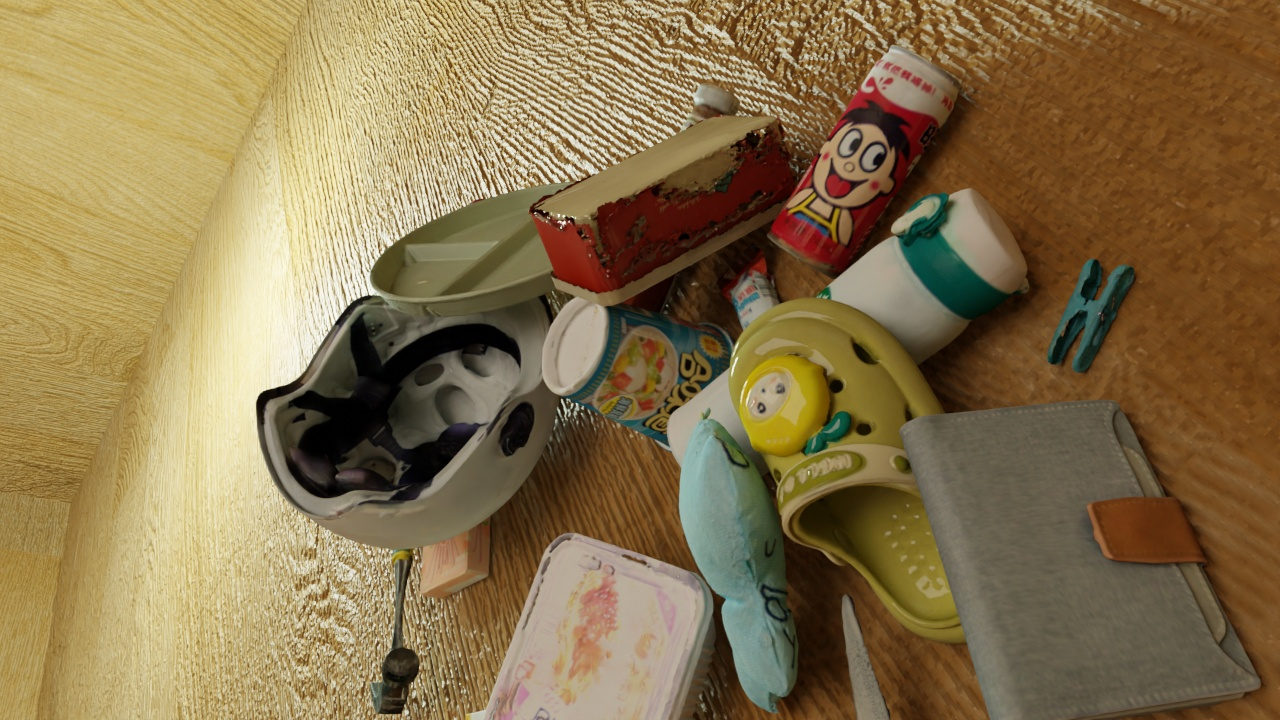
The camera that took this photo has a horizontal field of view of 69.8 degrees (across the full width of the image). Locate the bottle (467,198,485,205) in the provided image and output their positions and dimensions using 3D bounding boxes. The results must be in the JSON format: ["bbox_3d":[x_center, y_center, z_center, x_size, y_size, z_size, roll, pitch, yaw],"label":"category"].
[{"bbox_3d":[-0.154,-0.086,0.915,0.058,0.057,0.174,-37,47,37],"label":"bottle"}]

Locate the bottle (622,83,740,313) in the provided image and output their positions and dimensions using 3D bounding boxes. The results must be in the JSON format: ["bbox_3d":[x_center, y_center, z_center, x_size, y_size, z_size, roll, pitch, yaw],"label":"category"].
[{"bbox_3d":[0.017,-0.109,0.699,0.060,0.059,0.206,35,102,54],"label":"bottle"}]

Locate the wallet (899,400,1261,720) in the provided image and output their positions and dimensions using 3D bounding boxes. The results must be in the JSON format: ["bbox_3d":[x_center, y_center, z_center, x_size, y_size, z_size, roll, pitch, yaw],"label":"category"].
[{"bbox_3d":[0.176,0.077,0.375,0.037,0.106,0.129,91,171,-59],"label":"wallet"}]

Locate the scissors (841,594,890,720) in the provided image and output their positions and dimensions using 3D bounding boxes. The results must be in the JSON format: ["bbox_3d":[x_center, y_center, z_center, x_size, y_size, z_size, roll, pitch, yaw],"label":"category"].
[{"bbox_3d":[0.115,0.226,0.421,0.222,0.021,0.230,-38,54,43],"label":"scissors"}]

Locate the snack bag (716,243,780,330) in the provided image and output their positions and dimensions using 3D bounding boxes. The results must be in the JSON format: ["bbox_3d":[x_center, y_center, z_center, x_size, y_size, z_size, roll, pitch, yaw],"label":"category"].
[{"bbox_3d":[0.080,-0.027,0.607,0.048,0.026,0.104,-51,39,38],"label":"snack bag"}]

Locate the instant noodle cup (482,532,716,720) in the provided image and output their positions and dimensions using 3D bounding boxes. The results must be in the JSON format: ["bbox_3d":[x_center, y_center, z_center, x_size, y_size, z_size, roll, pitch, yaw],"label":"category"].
[{"bbox_3d":[-0.020,0.207,0.573,0.138,0.060,0.173,9,75,41],"label":"instant noodle cup"}]

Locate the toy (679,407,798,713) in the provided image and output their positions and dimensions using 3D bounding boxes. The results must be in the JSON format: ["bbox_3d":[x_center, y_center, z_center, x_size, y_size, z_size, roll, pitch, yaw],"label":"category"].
[{"bbox_3d":[0.052,0.103,0.497,0.050,0.161,0.156,-16,61,-4],"label":"toy"}]

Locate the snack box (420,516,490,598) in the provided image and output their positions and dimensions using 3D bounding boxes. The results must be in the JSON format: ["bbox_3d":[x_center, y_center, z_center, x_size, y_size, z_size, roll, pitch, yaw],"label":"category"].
[{"bbox_3d":[-0.171,0.135,0.858,0.085,0.026,0.157,-33,50,40],"label":"snack box"}]

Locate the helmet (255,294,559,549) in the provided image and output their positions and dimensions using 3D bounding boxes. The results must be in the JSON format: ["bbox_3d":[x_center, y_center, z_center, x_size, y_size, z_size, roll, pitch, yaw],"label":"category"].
[{"bbox_3d":[-0.171,0.053,0.775,0.229,0.146,0.258,25,61,34],"label":"helmet"}]

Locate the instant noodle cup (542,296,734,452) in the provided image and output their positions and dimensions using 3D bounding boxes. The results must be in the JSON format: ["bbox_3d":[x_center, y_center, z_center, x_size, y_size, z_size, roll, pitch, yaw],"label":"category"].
[{"bbox_3d":[-0.004,0.004,0.630,0.099,0.109,0.099,-28,52,42],"label":"instant noodle cup"}]

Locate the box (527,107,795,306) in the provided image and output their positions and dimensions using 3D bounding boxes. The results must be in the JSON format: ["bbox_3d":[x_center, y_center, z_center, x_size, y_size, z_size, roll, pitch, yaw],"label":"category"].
[{"bbox_3d":[0.016,-0.111,0.609,0.168,0.078,0.091,-31,28,-22],"label":"box"}]

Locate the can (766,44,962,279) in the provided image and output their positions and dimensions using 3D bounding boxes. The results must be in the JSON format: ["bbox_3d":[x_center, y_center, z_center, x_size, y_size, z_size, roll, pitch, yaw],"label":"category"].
[{"bbox_3d":[0.134,-0.118,0.555,0.133,0.053,0.053,-58,37,16],"label":"can"}]

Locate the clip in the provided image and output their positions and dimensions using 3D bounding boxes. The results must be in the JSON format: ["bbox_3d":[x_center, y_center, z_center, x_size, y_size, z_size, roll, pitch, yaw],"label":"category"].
[{"bbox_3d":[0.214,-0.021,0.438,0.046,0.014,0.057,30,99,52],"label":"clip"}]

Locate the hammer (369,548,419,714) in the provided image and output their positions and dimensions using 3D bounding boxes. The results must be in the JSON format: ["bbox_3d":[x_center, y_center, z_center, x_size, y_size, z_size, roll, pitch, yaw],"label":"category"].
[{"bbox_3d":[-0.233,0.181,0.892,0.126,0.032,0.322,115,154,-43],"label":"hammer"}]

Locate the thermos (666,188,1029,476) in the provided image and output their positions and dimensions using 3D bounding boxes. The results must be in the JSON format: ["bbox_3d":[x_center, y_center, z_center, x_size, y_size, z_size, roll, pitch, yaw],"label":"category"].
[{"bbox_3d":[0.109,-0.006,0.516,0.225,0.073,0.073,-43,44,33],"label":"thermos"}]

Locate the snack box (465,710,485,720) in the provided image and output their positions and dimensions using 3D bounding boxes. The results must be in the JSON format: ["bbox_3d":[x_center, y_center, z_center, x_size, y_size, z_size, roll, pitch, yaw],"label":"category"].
[{"bbox_3d":[-0.078,0.291,0.660,0.157,0.026,0.084,-30,51,41],"label":"snack box"}]

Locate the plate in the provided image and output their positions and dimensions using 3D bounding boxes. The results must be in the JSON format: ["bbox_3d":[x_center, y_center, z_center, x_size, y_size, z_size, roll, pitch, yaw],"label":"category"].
[{"bbox_3d":[-0.116,-0.096,0.779,0.230,0.027,0.229,-12,30,7],"label":"plate"}]

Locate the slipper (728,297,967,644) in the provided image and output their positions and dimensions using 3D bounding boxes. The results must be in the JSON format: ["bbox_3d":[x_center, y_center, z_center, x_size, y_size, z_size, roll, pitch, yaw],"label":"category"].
[{"bbox_3d":[0.105,0.053,0.440,0.092,0.081,0.190,-43,72,30],"label":"slipper"}]
